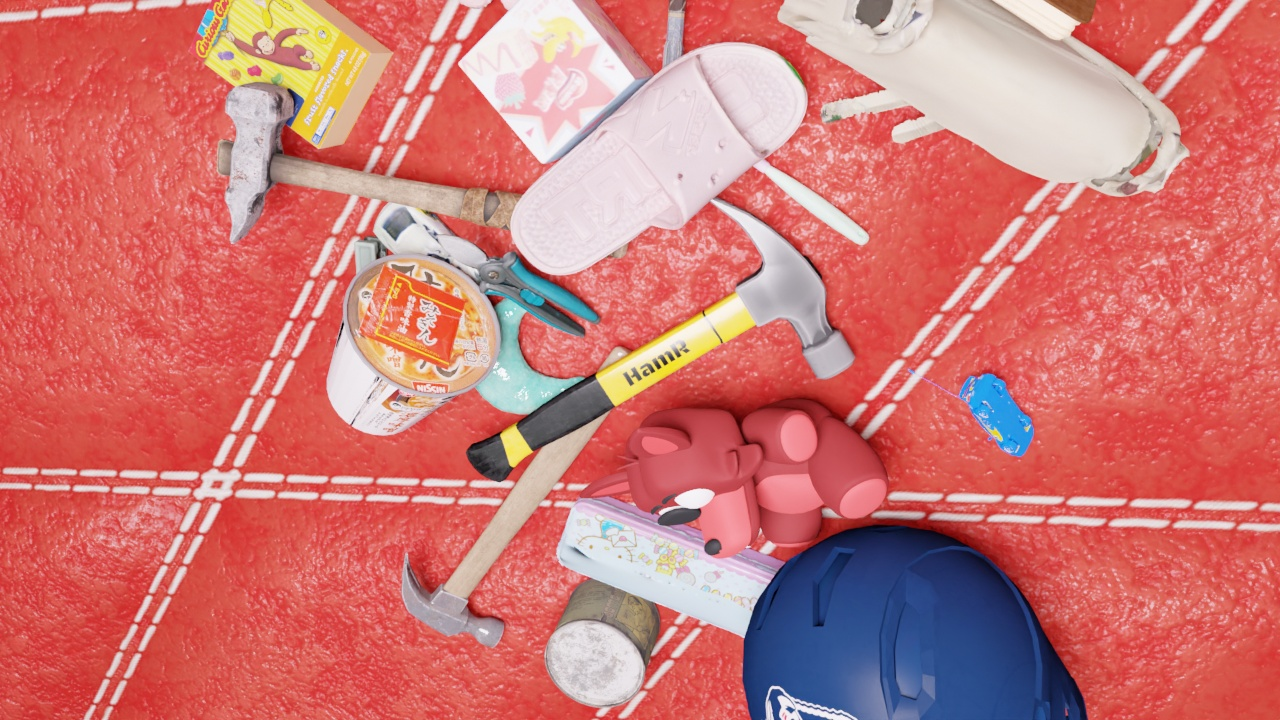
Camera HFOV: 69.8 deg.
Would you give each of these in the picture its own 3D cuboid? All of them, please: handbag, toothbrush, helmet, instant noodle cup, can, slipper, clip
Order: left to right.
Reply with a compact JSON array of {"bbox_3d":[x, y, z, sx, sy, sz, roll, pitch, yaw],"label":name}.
[{"bbox_3d":[-0.229,-0.067,0.783,0.023,0.044,0.076,8,110,10],"label":"clip"},{"bbox_3d":[-0.194,-0.002,0.742,0.123,0.123,0.122,44,138,-5],"label":"instant noodle cup"},{"bbox_3d":[-0.033,0.251,0.827,0.090,0.074,0.090,4,110,12],"label":"can"},{"bbox_3d":[0.007,-0.140,0.656,0.240,0.064,0.094,-33,109,13],"label":"slipper"},{"bbox_3d":[0.110,-0.136,0.695,0.155,0.015,0.022,36,80,-2],"label":"toothbrush"},{"bbox_3d":[0.178,0.246,0.681,0.223,0.271,0.233,46,143,-15],"label":"helmet"},{"bbox_3d":[0.197,-0.174,0.586,0.229,0.183,0.132,21,119,-13],"label":"handbag"}]

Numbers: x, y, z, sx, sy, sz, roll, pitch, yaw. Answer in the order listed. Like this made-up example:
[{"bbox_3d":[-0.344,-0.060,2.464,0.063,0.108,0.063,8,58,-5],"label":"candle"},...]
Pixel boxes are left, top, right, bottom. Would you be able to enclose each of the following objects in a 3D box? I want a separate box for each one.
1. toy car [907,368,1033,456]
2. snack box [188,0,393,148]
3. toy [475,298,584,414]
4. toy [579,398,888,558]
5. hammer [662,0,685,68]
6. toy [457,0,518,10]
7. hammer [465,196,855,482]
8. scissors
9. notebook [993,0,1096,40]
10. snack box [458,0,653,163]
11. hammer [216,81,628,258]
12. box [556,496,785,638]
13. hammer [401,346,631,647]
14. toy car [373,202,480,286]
[{"bbox_3d":[0.260,0.037,0.723,0.092,0.033,0.062,46,157,-24],"label":"toy car"},{"bbox_3d":[-0.275,-0.243,0.724,0.126,0.040,0.088,37,112,-2],"label":"snack box"},{"bbox_3d":[-0.104,0.002,0.780,0.085,0.033,0.105,-31,103,5],"label":"toy"},{"bbox_3d":[0.068,0.088,0.701,0.197,0.159,0.120,2,67,-19],"label":"toy"},{"bbox_3d":[0.032,-0.341,0.626,0.098,0.044,0.322,8,111,9],"label":"hammer"},{"bbox_3d":[-0.104,-0.307,0.664,0.108,0.053,0.105,9,125,7],"label":"toy"},{"bbox_3d":[-0.004,0.004,0.738,0.325,0.034,0.170,-31,99,12],"label":"hammer"},{"bbox_3d":[-0.100,-0.056,0.735,0.136,0.019,0.138,0,136,-2],"label":"scissors"},{"bbox_3d":[0.181,-0.294,0.555,0.225,0.167,0.024,32,144,0],"label":"notebook"},{"bbox_3d":[-0.059,-0.212,0.669,0.093,0.079,0.095,-37,99,21],"label":"snack box"},{"bbox_3d":[-0.165,-0.126,0.713,0.318,0.048,0.122,10,111,-5],"label":"hammer"},{"bbox_3d":[0.032,0.183,0.811,0.214,0.033,0.076,20,112,4],"label":"box"},{"bbox_3d":[-0.100,0.123,0.807,0.119,0.030,0.332,29,111,-23],"label":"hammer"},{"bbox_3d":[-0.174,-0.090,0.761,0.105,0.033,0.048,43,110,-6],"label":"toy car"}]
